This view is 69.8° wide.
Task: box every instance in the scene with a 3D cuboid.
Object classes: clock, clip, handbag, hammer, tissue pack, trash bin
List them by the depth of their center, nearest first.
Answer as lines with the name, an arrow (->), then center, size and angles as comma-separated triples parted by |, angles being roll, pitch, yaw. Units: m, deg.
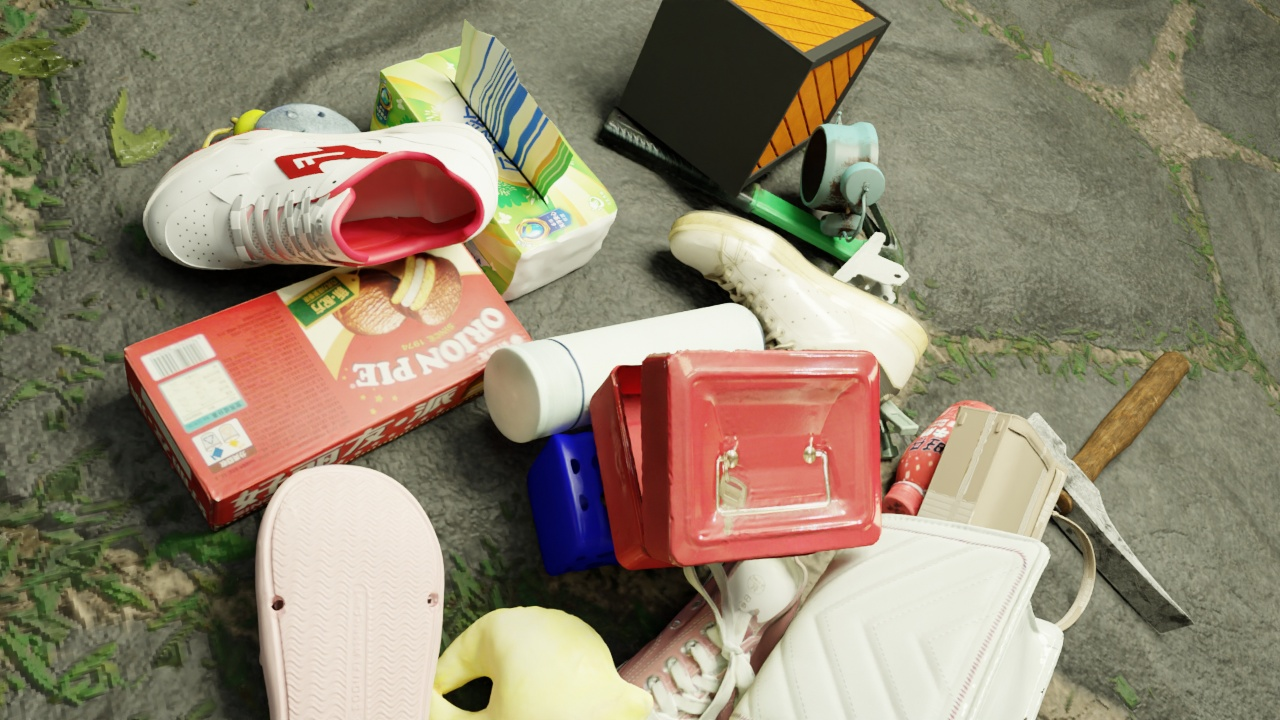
handbag -> 0.147, 0.188, 0.535 | 0.198, 0.142, 0.096 | -44, 123, -35
clock -> -0.259, -0.146, 0.677 | 0.119, 0.057, 0.083 | 10, 59, -20
tissue pack -> -0.108, -0.166, 0.705 | 0.197, 0.142, 0.120 | 47, 54, 6
handbag -> 0.304, 0.157, 0.735 | 0.198, 0.062, 0.175 | 28, 82, -28
clip -> 0.209, 0.046, 0.799 | 0.023, 0.061, 0.075 | 0, 48, -26
clock -> 0.183, -0.162, 0.833 | 0.053, 0.090, 0.124 | 5, 55, -8
trash bin -> 0.104, -0.270, 0.837 | 0.140, 0.140, 0.171 | 40, 44, 11
clip -> 0.212, -0.074, 0.839 | 0.054, 0.044, 0.101 | 37, 54, 15
hammer -> 0.110, -0.152, 0.867 | 0.318, 0.032, 0.130 | 26, 55, -9
hammer -> 0.496, 0.095, 0.897 | 0.299, 0.037, 0.217 | -31, 78, -35

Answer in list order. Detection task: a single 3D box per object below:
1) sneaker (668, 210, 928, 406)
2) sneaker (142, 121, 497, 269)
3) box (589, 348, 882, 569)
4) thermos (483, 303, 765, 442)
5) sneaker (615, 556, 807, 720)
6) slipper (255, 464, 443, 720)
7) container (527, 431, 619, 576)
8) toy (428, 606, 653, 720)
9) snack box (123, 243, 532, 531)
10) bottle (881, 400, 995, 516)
sneaker -> 0.120, -0.033, 0.779 | 0.241, 0.089, 0.102 | 28, 74, -2
sneaker -> -0.210, -0.096, 0.598 | 0.236, 0.090, 0.104 | -7, 29, -6
box -> 0.057, 0.064, 0.579 | 0.157, 0.127, 0.137 | 2, 82, -27
thermos -> -0.004, 0.004, 0.676 | 0.229, 0.068, 0.068 | -12, 67, -42
sneaker -> 0.042, 0.199, 0.594 | 0.118, 0.088, 0.240 | 44, 56, 4
slipper -> -0.169, 0.170, 0.537 | 0.106, 0.056, 0.221 | 2, 72, -25
container -> -0.010, 0.095, 0.635 | 0.113, 0.085, 0.084 | -4, 63, -25
toy -> -0.060, 0.224, 0.522 | 0.064, 0.155, 0.170 | 46, 32, -55
snack box -> -0.200, 0.003, 0.616 | 0.235, 0.060, 0.113 | -29, 77, -34
bottle -> 0.251, 0.090, 0.771 | 0.137, 0.062, 0.062 | -35, 80, -35
